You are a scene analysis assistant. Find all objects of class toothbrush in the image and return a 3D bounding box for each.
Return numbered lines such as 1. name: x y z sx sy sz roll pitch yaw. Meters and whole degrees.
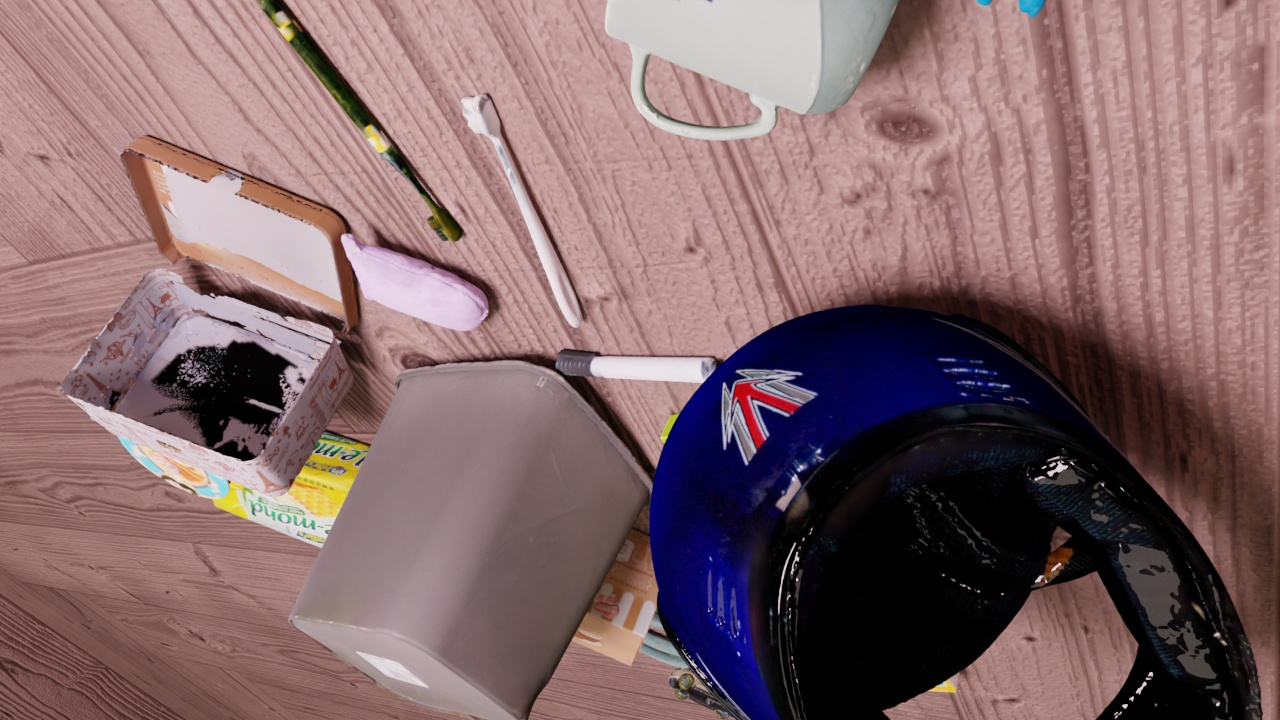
1. toothbrush: -0.072 -0.089 0.588 0.016 0.016 0.180 10 140 32
2. toothbrush: -0.174 -0.147 0.581 0.017 0.012 0.186 1 137 45

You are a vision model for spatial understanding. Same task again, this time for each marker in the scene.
1. marker: -0.004 0.004 0.654 0.131 0.018 0.023 1 128 29

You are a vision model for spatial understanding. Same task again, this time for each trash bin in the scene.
1. trash bin: -0.133 0.145 0.720 0.199 0.219 0.199 -4 138 37

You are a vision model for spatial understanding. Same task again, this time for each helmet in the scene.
1. helmet: 0.150 0.115 0.510 0.315 0.247 0.240 46 -178 -14

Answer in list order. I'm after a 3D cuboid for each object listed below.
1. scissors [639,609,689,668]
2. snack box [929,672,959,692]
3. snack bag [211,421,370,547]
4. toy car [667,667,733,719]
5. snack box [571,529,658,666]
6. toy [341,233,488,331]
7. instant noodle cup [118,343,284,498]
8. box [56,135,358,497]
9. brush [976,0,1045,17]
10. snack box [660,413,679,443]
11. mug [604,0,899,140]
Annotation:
1. scissors: -0.008 0.269 0.966 0.179 0.019 0.162 28 143 1
2. snack box: 0.208 0.237 0.793 0.087 0.033 0.140 -13 130 39
3. snack bag: -0.355 0.124 0.955 0.246 0.068 0.158 18 141 11
4. toy car: 0.075 0.366 1.017 0.090 0.035 0.042 20 141 9
5. snack box: -0.028 0.210 0.846 0.093 0.094 0.077 22 143 5
6. toy: -0.161 -0.049 0.665 0.108 0.038 0.084 18 156 2
7. instant noodle cup: -0.393 0.047 0.845 0.111 0.120 0.111 15 140 13
8. box: -0.334 -0.018 0.703 0.180 0.157 0.218 22 143 6
9. brush: 0.024 -0.224 0.325 0.314 0.109 0.061 20 151 -4
10. snack box: 0.093 0.094 0.696 0.086 0.026 0.156 -15 126 41
11. mug: 0.044 -0.145 0.386 0.106 0.082 0.112 23 111 -1
